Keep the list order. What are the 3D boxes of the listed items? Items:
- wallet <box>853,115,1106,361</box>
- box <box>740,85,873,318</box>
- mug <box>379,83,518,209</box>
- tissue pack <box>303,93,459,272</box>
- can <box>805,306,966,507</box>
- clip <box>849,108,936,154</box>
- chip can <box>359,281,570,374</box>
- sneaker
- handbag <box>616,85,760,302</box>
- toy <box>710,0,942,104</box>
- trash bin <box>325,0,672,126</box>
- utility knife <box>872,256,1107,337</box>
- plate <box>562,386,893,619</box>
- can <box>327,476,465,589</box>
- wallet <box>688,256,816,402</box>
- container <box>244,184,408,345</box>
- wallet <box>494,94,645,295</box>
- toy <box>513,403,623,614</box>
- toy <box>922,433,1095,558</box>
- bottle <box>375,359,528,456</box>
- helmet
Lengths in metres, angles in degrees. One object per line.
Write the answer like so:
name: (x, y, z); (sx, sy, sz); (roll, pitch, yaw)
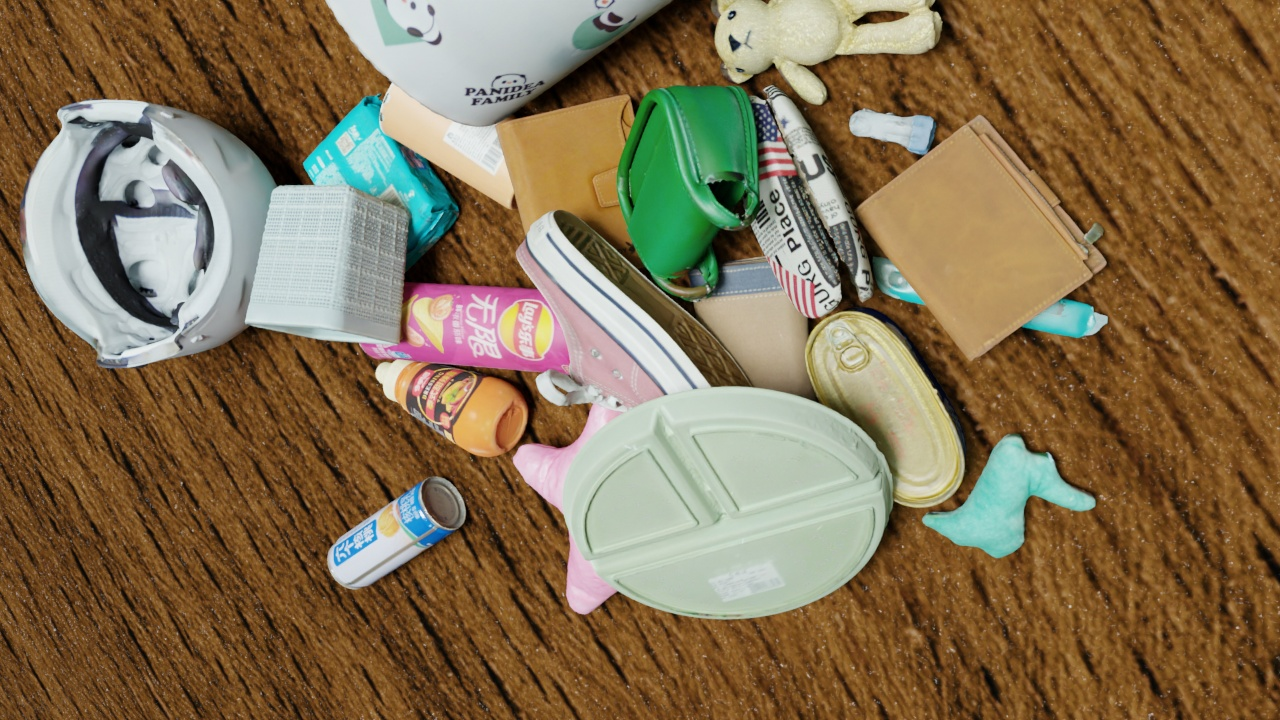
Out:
wallet: (0.229, -0.086, 0.609); (0.119, 0.035, 0.130); (-37, 79, 12)
box: (0.098, -0.106, 0.627); (0.082, 0.075, 0.163); (-22, 81, 10)
mug: (-0.134, -0.178, 0.726); (0.123, 0.078, 0.078); (36, 111, 5)
tissue pack: (-0.222, -0.149, 0.783); (0.093, 0.050, 0.133); (-35, 85, 25)
can: (0.175, 0.030, 0.649); (0.075, 0.049, 0.148); (-33, 86, 24)
clip: (0.173, -0.160, 0.633); (0.058, 0.038, 0.026); (20, 109, 20)
chip can: (-0.129, -0.028, 0.754); (0.211, 0.071, 0.071); (5, 101, 22)
sneaker: (-0.004, 0.004, 0.654); (0.241, 0.118, 0.088); (44, 112, -5)
handbag: (0.036, -0.116, 0.630); (0.132, 0.068, 0.120); (125, 132, -63)
toy: (0.122, -0.224, 0.617); (0.157, 0.066, 0.105); (3, 117, 30)
trash bin: (-0.069, -0.302, 0.606); (0.253, 0.229, 0.229); (-31, 87, 29)
utility knife: (0.235, -0.043, 0.630); (0.158, 0.013, 0.029); (15, 104, 20)
plate: (0.059, 0.110, 0.635); (0.230, 0.027, 0.231); (2, 130, 2)
can: (-0.224, 0.159, 0.837); (0.135, 0.053, 0.053); (-34, 85, 24)
wallet: (0.085, -0.019, 0.689); (0.090, 0.033, 0.115); (-4, 98, 26)
container: (-0.240, -0.074, 0.718); (0.090, 0.090, 0.111); (4, 86, 23)
wallet: (-0.041, -0.125, 0.694); (0.107, 0.031, 0.132); (-17, 101, -15)
toy: (-0.007, 0.110, 0.724); (0.179, 0.074, 0.194); (-13, 101, 23)
toy: (0.258, 0.097, 0.638); (0.096, 0.030, 0.092); (22, 109, 12)
bottle: (-0.170, 0.032, 0.791); (0.150, 0.066, 0.067); (20, 106, 26)
helmet: (-0.414, -0.114, 0.819); (0.259, 0.145, 0.229); (-6, 96, 32)
